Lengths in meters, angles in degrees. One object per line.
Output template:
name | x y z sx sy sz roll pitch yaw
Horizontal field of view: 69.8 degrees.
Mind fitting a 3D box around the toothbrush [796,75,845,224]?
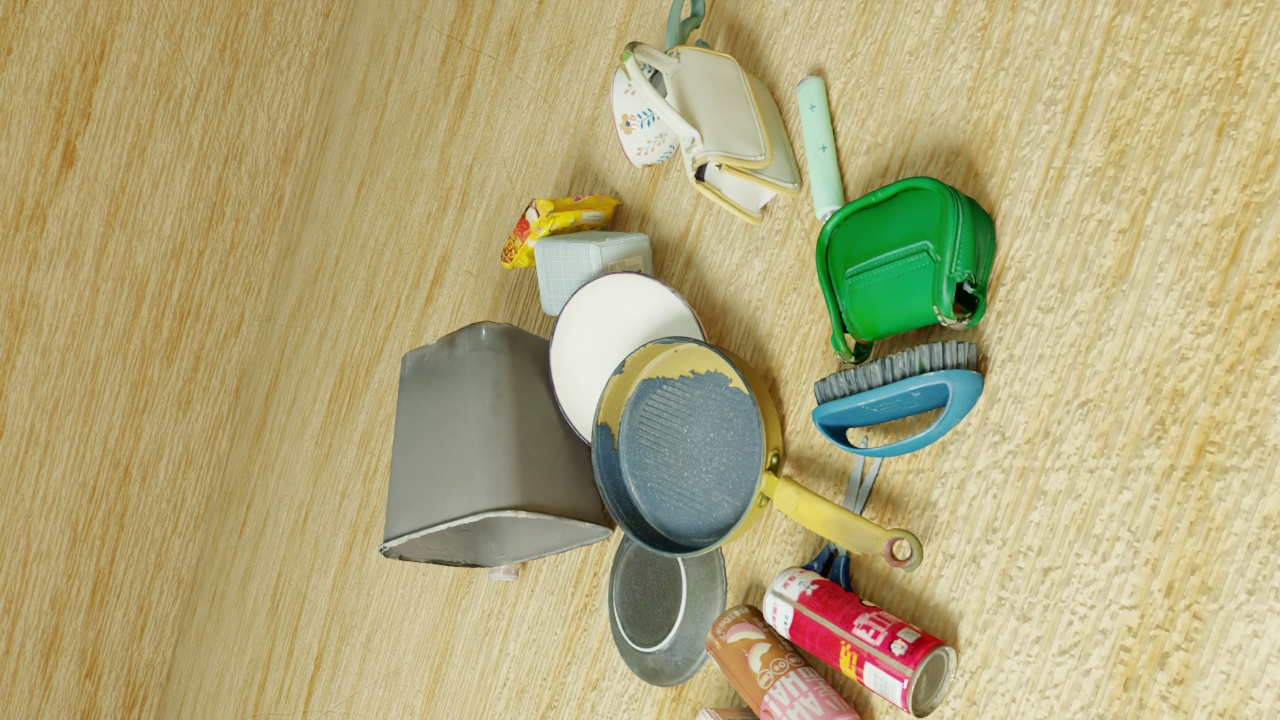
toothbrush | 0.162 -0.154 0.799 0.026 0.027 0.224 87 179 -66

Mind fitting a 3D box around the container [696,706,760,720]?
container | 0.074 0.335 0.704 0.090 0.090 0.111 32 102 55

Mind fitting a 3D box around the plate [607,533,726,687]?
plate | 0.015 0.221 0.883 0.180 0.024 0.179 -24 60 50

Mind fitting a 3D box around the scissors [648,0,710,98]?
scissors | 0.036 -0.314 0.920 0.019 0.179 0.143 8 123 23

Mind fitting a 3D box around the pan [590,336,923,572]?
pan | 0.084 0.095 0.769 0.358 0.078 0.198 18 100 40

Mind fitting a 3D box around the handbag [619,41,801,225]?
handbag | 0.061 -0.224 0.836 0.063 0.178 0.163 -38 48 35

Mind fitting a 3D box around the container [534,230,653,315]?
container | -0.048 -0.096 1.010 0.112 0.089 0.090 8 109 53

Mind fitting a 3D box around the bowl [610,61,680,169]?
bowl | 0.019 -0.268 0.989 0.062 0.113 0.113 -5 72 22

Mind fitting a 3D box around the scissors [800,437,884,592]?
scissors | 0.161 0.148 0.711 0.173 0.012 0.132 -55 38 27

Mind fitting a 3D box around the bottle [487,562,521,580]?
bottle | -0.160 0.168 1.112 0.068 0.068 0.189 -20 62 51

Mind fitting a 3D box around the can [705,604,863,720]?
can | 0.110 0.252 0.706 0.147 0.057 0.058 40 111 53

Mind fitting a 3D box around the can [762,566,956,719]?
can | 0.152 0.196 0.653 0.133 0.053 0.053 21 96 47

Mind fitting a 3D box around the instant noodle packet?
instant noodle packet | -0.092 -0.155 1.082 0.111 0.128 0.044 -46 69 41

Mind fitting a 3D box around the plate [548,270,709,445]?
plate | -0.005 0.005 0.924 0.193 0.039 0.192 5 100 32

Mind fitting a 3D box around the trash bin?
trash bin | -0.161 0.095 0.986 0.199 0.198 0.219 -22 64 29

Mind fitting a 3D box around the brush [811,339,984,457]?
brush | 0.186 0.034 0.675 0.144 0.055 0.073 -22 59 49

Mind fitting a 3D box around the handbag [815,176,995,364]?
handbag | 0.194 -0.065 0.680 0.132 0.068 0.120 -21 55 49
